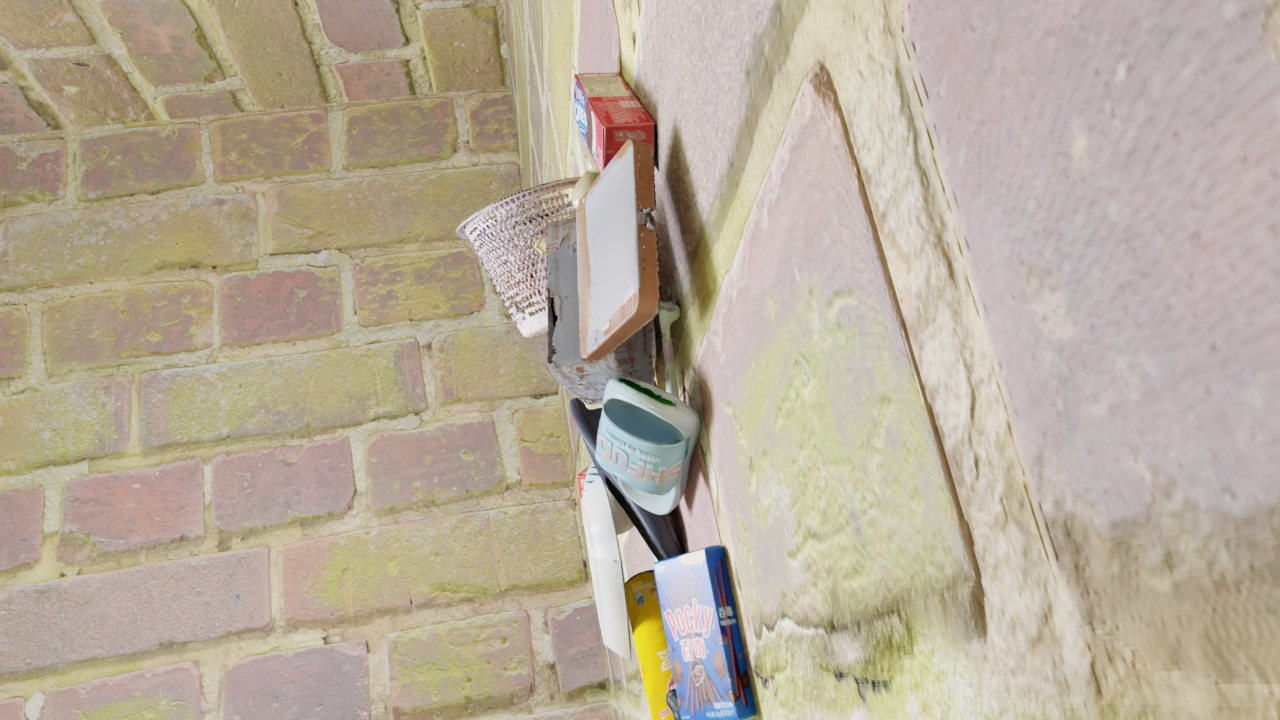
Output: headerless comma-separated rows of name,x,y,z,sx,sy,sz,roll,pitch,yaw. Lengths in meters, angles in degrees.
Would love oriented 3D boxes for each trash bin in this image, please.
trash bin,-0.141,-0.147,1.393,0.228,0.227,0.192,153,96,-81

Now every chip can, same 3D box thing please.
chip can,0.032,0.365,1.130,0.213,0.072,0.072,-106,11,-47

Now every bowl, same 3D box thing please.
bowl,-0.027,0.191,1.297,0.116,0.066,0.116,-1,-90,-66

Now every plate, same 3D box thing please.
plate,-0.046,0.273,1.190,0.161,0.034,0.266,-109,11,-52

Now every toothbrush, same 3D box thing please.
toothbrush,0.036,0.028,0.959,0.029,0.020,0.190,20,126,43

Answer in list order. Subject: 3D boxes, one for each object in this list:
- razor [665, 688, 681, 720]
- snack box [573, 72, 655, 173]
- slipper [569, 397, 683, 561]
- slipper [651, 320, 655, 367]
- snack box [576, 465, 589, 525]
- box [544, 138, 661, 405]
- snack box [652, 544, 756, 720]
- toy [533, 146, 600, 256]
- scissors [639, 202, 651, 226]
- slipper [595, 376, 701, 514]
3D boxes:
razor,0.062,0.325,0.956,0.067,0.062,0.168,-60,-18,-48
snack box,-0.031,-0.260,0.994,0.207,0.058,0.057,-111,18,-56
slipper,-0.003,0.143,1.168,0.268,0.083,0.111,53,166,36
slipper,-0.031,-0.061,1.097,0.114,0.054,0.274,142,125,-63
snack box,-0.048,0.181,1.371,0.155,0.027,0.077,-33,-61,-64
box,-0.035,-0.075,0.912,0.274,0.125,0.178,103,166,-68
snack box,0.059,0.262,0.874,0.085,0.026,0.157,-30,65,48
toy,-0.064,-0.182,1.046,0.157,0.066,0.105,-55,18,-1
scissors,-0.040,-0.161,1.085,0.197,0.015,0.205,-50,31,35
slipper,0.000,0.100,0.944,0.074,0.104,0.246,-53,-20,-28
